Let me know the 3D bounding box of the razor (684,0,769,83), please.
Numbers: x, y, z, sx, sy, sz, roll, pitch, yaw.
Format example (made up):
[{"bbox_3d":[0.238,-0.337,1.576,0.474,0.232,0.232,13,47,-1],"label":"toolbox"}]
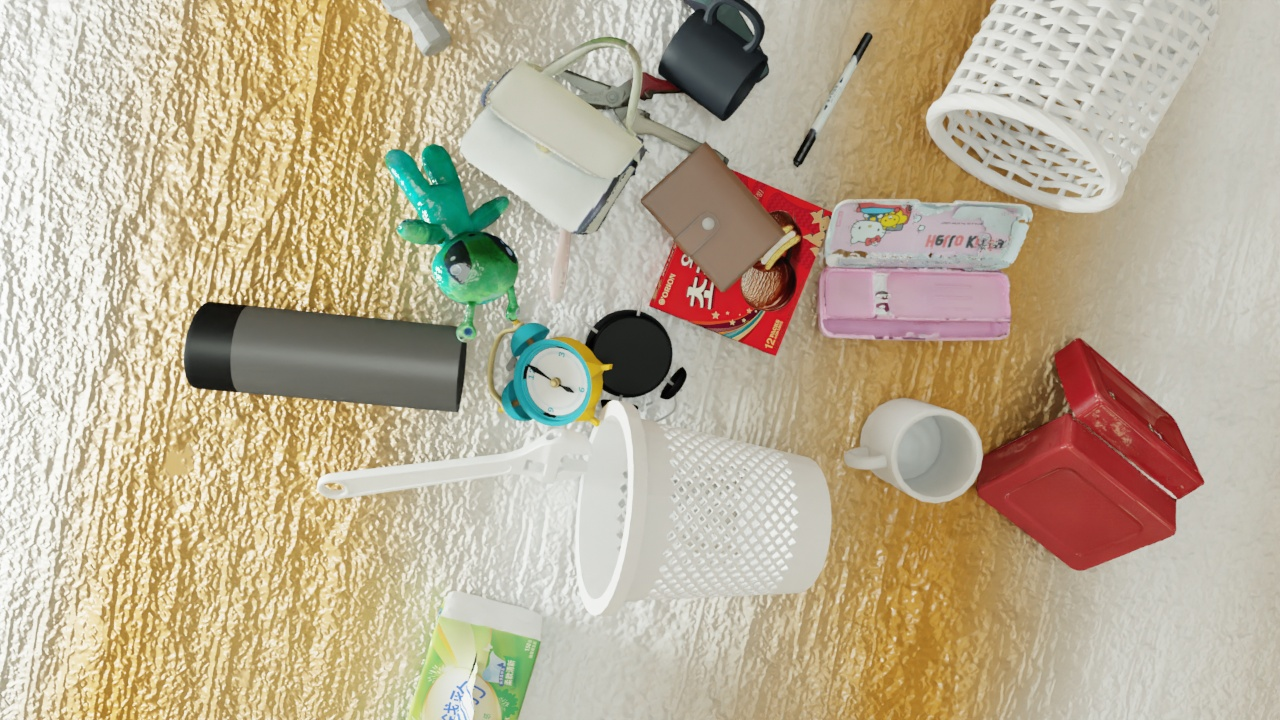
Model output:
[{"bbox_3d":[0.078,-0.333,0.893,0.047,0.052,0.143,-40,107,-3],"label":"razor"}]

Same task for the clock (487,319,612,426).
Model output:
[{"bbox_3d":[-0.092,0.017,0.891,0.130,0.043,0.099,16,103,21],"label":"clock"}]

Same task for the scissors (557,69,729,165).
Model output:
[{"bbox_3d":[0.014,-0.251,0.905,0.185,0.015,0.179,-36,97,-1],"label":"scissors"}]

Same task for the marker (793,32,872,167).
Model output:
[{"bbox_3d":[0.193,-0.262,0.923,0.011,0.011,0.152,29,92,-7],"label":"marker"}]

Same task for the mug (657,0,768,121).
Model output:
[{"bbox_3d":[0.074,-0.287,0.851,0.077,0.105,0.071,38,50,4],"label":"mug"}]

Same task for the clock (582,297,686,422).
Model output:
[{"bbox_3d":[-0.005,0.006,0.912,0.091,0.042,0.121,-21,97,-3],"label":"clock"}]

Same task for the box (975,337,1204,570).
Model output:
[{"bbox_3d":[0.453,0.107,0.946,0.156,0.156,0.171,38,118,-8],"label":"box"}]

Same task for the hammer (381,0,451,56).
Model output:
[{"bbox_3d":[-0.107,-0.428,0.868,0.328,0.039,0.131,-32,96,-2],"label":"hammer"}]

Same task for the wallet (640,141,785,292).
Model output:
[{"bbox_3d":[0.070,-0.137,0.883,0.087,0.013,0.121,-43,97,-1],"label":"wallet"}]

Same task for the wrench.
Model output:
[{"bbox_3d":[-0.181,0.107,0.897,0.273,0.018,0.066,-8,136,2],"label":"wrench"}]

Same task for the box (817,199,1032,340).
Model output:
[{"bbox_3d":[0.280,-0.090,0.924,0.201,0.066,0.154,1,105,-6],"label":"box"}]

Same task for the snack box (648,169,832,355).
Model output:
[{"bbox_3d":[0.099,-0.100,0.916,0.132,0.036,0.152,21,93,-7],"label":"snack box"}]

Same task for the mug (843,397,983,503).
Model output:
[{"bbox_3d":[0.265,0.091,0.921,0.121,0.090,0.091,-9,96,-5],"label":"mug"}]

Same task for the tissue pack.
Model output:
[{"bbox_3d":[-0.169,0.341,0.876,0.120,0.141,0.198,10,94,-6],"label":"tissue pack"}]

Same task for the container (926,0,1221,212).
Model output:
[{"bbox_3d":[0.398,-0.266,0.854,0.189,0.189,0.187,30,90,-7],"label":"container"}]

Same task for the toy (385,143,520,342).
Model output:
[{"bbox_3d":[-0.175,-0.115,0.867,0.130,0.073,0.193,-23,83,-43],"label":"toy"}]

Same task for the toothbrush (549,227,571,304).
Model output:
[{"bbox_3d":[-0.071,-0.145,0.906,0.015,0.018,0.181,9,95,-4],"label":"toothbrush"}]

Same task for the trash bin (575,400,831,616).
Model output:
[{"bbox_3d":[0.059,0.146,0.869,0.199,0.195,0.195,8,94,-16],"label":"trash bin"}]

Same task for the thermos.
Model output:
[{"bbox_3d":[-0.290,-0.003,0.864,0.240,0.082,0.082,6,94,-6],"label":"thermos"}]

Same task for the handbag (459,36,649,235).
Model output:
[{"bbox_3d":[-0.064,-0.223,0.851,0.151,0.074,0.176,37,98,2],"label":"handbag"}]
